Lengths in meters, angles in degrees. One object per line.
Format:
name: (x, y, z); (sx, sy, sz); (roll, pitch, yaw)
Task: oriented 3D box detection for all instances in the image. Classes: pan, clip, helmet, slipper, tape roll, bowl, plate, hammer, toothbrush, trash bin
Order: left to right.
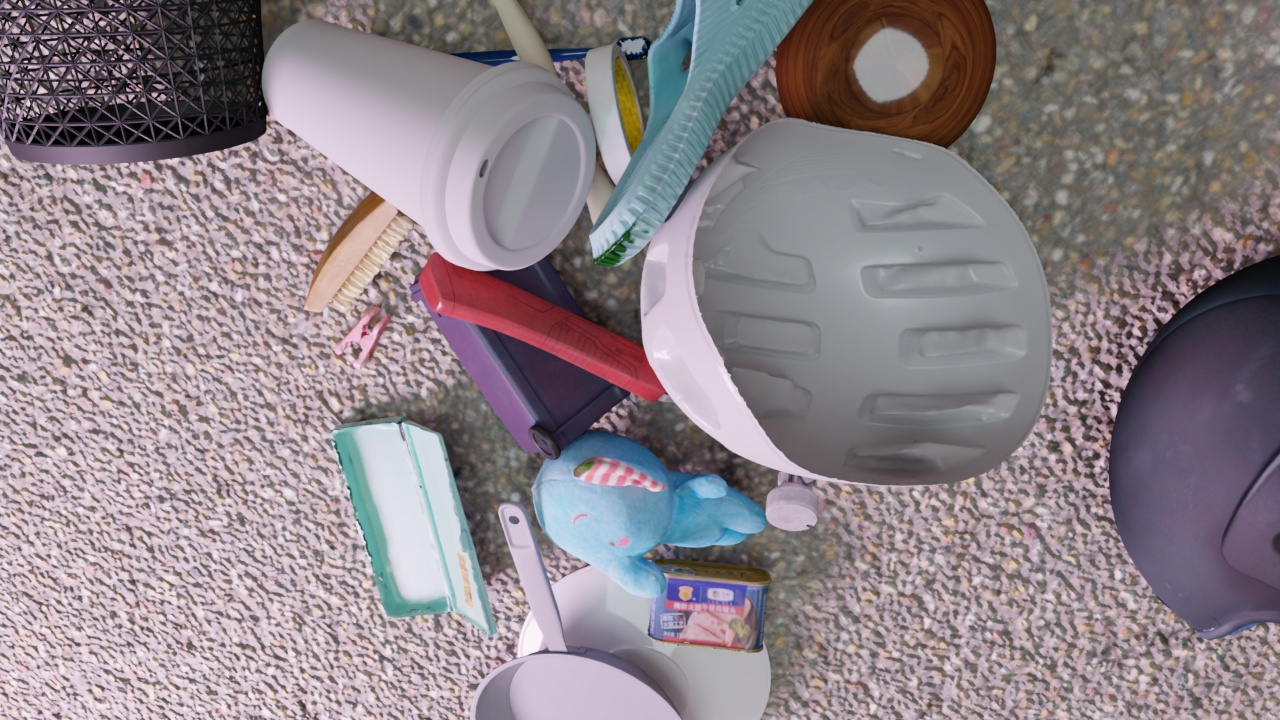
trash bin: (-0.346, -0.266, 0.589); (0.217, 0.216, 0.243); (3, 116, 7)
clip: (-0.222, -0.015, 0.747); (0.060, 0.023, 0.044); (-26, 108, 17)
toothbrush: (-0.087, -0.218, 0.660); (0.190, 0.017, 0.016); (-2, 104, 9)
trash bin: (-0.087, -0.018, 0.679); (0.093, 0.092, 0.161); (-39, 105, -27)
pan: (-0.061, 0.253, 0.757); (0.201, 0.050, 0.357); (-3, 115, 16)
tape roll: (-0.015, -0.166, 0.626); (0.019, 0.093, 0.094); (-9, 107, 12)
hammer: (-0.004, 0.004, 0.641); (0.315, 0.126, 0.036); (26, 139, -17)
plate: (0.000, 0.284, 0.813); (0.229, 0.030, 0.230); (3, 109, 7)
slipper: (0.035, -0.179, 0.563); (0.069, 0.116, 0.275); (34, 77, -8)
helmet: (0.138, -0.033, 0.594); (0.282, 0.184, 0.224); (0, 86, -9)
bowl: (0.164, -0.195, 0.605); (0.147, 0.068, 0.147); (3, 109, 7)
helmet: (0.426, 0.083, 0.576); (0.236, 0.248, 0.317); (13, 115, 34)

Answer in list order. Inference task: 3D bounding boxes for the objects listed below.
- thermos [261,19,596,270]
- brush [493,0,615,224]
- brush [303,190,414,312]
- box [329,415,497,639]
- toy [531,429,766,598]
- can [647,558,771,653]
thermos: (-0.148, -0.154, 0.606); (0.222, 0.131, 0.132); (29, 113, 27)
brush: (-0.074, -0.216, 0.624); (0.062, 0.077, 0.272); (-29, 103, -24)
brush: (-0.216, -0.086, 0.708); (0.039, 0.049, 0.117); (35, 110, -29)
box: (-0.186, 0.139, 0.779); (0.138, 0.056, 0.187); (-1, 110, 27)
toy: (0.003, 0.123, 0.702); (0.180, 0.114, 0.184); (18, 153, -11)
can: (0.055, 0.200, 0.755); (0.100, 0.054, 0.059); (6, 91, 4)
